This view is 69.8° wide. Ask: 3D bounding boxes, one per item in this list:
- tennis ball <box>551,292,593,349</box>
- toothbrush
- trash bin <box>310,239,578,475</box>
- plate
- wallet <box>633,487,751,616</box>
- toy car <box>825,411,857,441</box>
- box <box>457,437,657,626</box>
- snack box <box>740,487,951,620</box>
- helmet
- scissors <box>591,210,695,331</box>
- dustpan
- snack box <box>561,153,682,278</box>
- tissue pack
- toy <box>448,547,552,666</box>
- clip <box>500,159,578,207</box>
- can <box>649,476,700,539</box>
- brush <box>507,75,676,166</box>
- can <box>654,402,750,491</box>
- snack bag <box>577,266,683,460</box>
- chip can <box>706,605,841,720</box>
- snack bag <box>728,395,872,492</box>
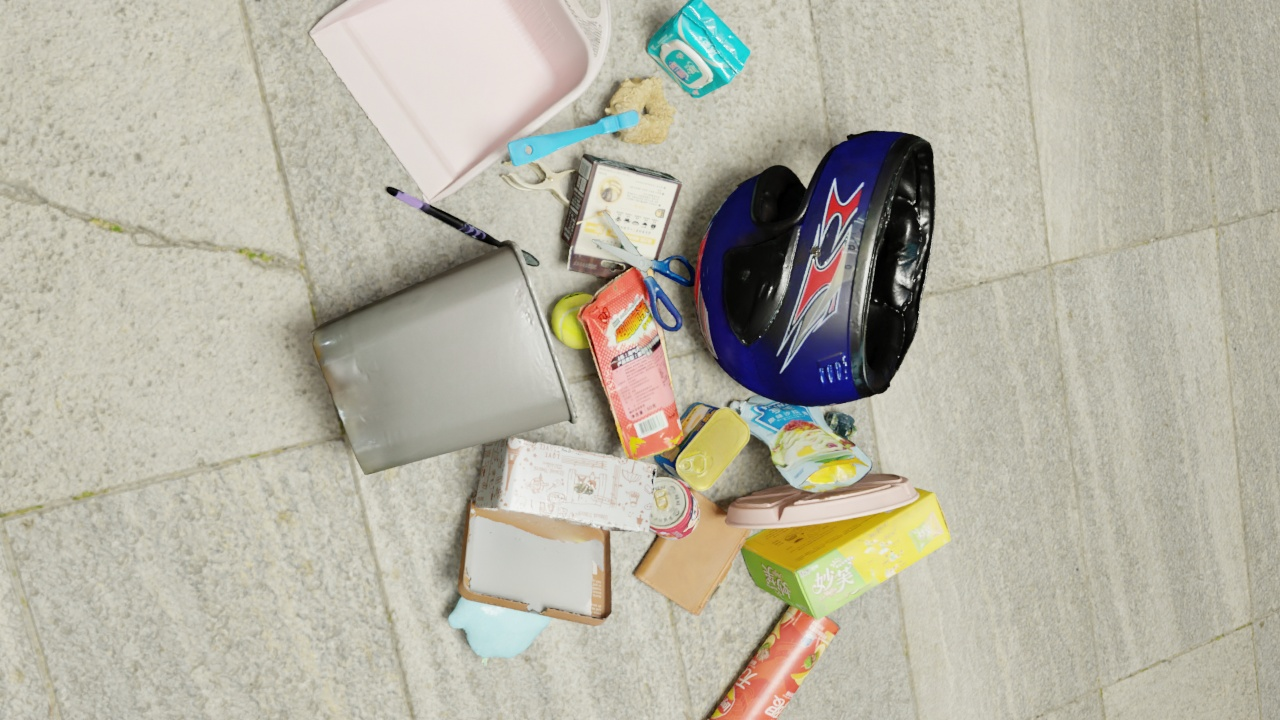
[{"bbox_3d":[-0.070,-0.046,1.059,0.065,0.065,0.065,-2,95,-20],"label":"tennis ball"},{"bbox_3d":[-0.196,-0.148,1.030,0.189,0.016,0.014,26,100,-20],"label":"toothbrush"},{"bbox_3d":[-0.203,0.003,0.955,0.219,0.199,0.199,-21,101,-11],"label":"trash bin"},{"bbox_3d":[0.212,0.165,1.096,0.229,0.230,0.028,-9,86,-19],"label":"plate"},{"bbox_3d":[0.069,0.241,1.152,0.108,0.031,0.131,35,82,-16],"label":"wallet"},{"bbox_3d":[0.252,0.111,1.206,0.043,0.034,0.090,16,91,-23],"label":"toy car"},{"bbox_3d":[-0.100,0.195,1.020,0.182,0.155,0.187,13,75,-20],"label":"box"},{"bbox_3d":[0.253,0.227,1.150,0.209,0.158,0.070,-26,99,-16],"label":"snack box"},{"bbox_3d":[0.186,-0.108,1.051,0.246,0.241,0.315,-5,107,-58],"label":"helmet"},{"bbox_3d":[0.011,-0.107,1.042,0.156,0.012,0.166,-35,112,-43],"label":"scissors"},{"bbox_3d":[-0.175,-0.332,0.959,0.273,0.139,0.222,-41,107,-13],"label":"dustpan"},{"bbox_3d":[-0.024,-0.161,1.057,0.113,0.053,0.126,8,113,-26],"label":"snack box"},{"bbox_3d":[0.065,-0.354,1.048,0.093,0.133,0.050,42,84,-15],"label":"tissue pack"},{"bbox_3d":[-0.141,0.282,1.069,0.161,0.050,0.156,17,81,-28],"label":"toy"},{"bbox_3d":[-0.109,-0.206,1.052,0.100,0.035,0.071,10,90,-29],"label":"clip"},{"bbox_3d":[0.033,0.175,1.090,0.066,0.094,0.066,-3,72,10],"label":"can"},{"bbox_3d":[-0.048,-0.258,1.016,0.253,0.046,0.083,-32,114,-42],"label":"brush"},{"bbox_3d":[0.072,0.101,1.113,0.057,0.083,0.102,44,80,-17],"label":"can"},{"bbox_3d":[-0.006,0.006,1.058,0.128,0.073,0.208,-36,120,-43],"label":"snack bag"},{"bbox_3d":[0.170,0.410,1.182,0.073,0.073,0.216,42,79,-18],"label":"chip can"},{"bbox_3d":[0.187,0.089,1.105,0.110,0.191,0.039,-16,122,-13],"label":"snack bag"}]
